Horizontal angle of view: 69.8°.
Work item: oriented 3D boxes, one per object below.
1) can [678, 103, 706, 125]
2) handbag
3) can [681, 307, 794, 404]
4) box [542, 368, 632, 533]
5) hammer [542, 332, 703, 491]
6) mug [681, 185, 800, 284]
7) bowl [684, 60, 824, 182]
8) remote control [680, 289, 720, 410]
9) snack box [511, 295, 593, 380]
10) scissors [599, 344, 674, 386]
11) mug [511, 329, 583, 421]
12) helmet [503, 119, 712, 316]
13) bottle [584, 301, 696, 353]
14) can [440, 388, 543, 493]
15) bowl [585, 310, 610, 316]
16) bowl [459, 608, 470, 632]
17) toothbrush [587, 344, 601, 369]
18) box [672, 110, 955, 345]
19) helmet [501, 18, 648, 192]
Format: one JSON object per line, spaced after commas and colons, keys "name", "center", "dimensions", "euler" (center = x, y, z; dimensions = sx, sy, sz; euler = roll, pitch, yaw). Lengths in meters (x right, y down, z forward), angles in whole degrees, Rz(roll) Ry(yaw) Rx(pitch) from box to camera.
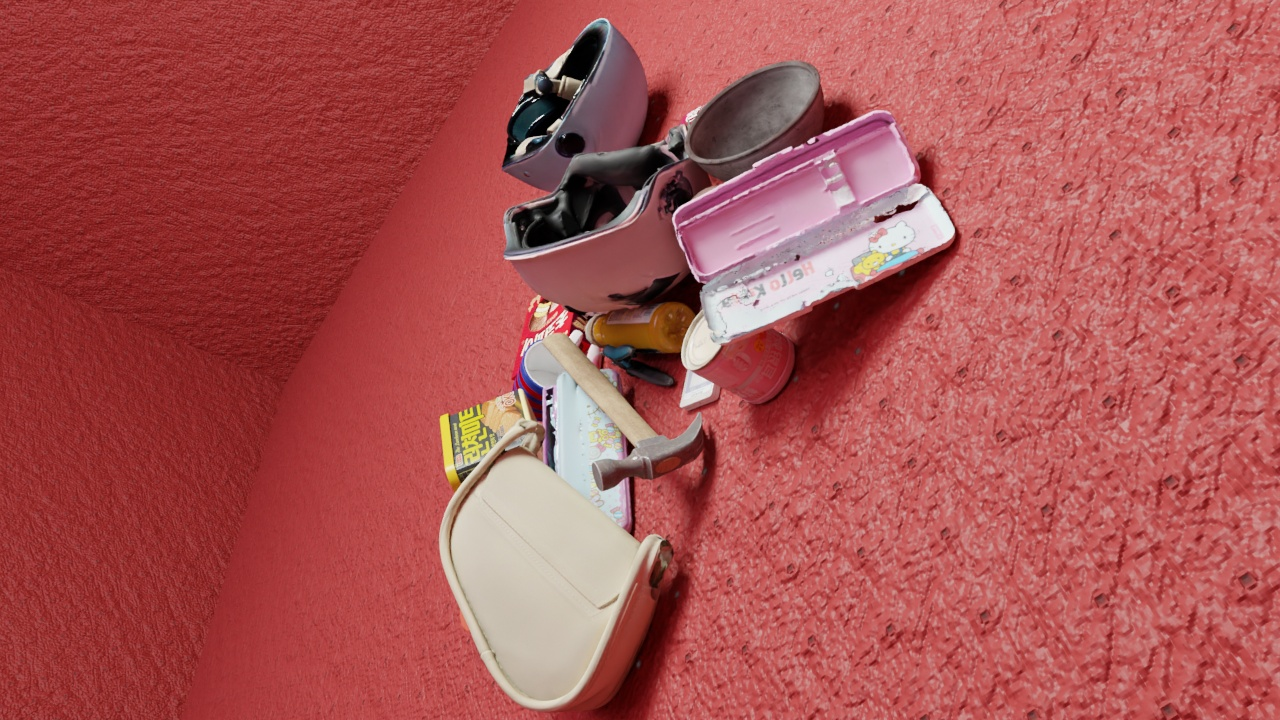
{"name": "can", "center": [0.091, -0.262, 1.033], "dimensions": [0.114, 0.063, 0.063], "euler": [-4, 63, 61]}
{"name": "handbag", "center": [-0.074, 0.190, 0.838], "dimensions": [0.229, 0.132, 0.184], "euler": [37, 90, 29]}
{"name": "can", "center": [0.085, -0.006, 0.789], "dimensions": [0.067, 0.076, 0.067], "euler": [-43, 32, 36]}
{"name": "box", "center": [-0.052, 0.112, 0.972], "dimensions": [0.092, 0.090, 0.213], "euler": [-10, 49, 5]}
{"name": "hammer", "center": [-0.039, 0.035, 0.933], "dimensions": [0.331, 0.119, 0.031], "euler": [-139, 38, -60]}
{"name": "mug", "center": [0.098, -0.106, 0.862], "dimensions": [0.110, 0.096, 0.123], "euler": [-152, 64, -70]}
{"name": "bowl", "center": [0.123, -0.222, 0.905], "dimensions": [0.145, 0.067, 0.144], "euler": [-24, 38, 21]}
{"name": "remote control", "center": [0.069, -0.018, 0.905], "dimensions": [0.050, 0.011, 0.135], "euler": [-26, 44, 52]}
{"name": "snack box", "center": [-0.111, -0.051, 1.247], "dimensions": [0.152, 0.036, 0.132], "euler": [-34, 38, 46]}
{"name": "scissors", "center": [-0.010, 0.002, 0.984], "dimensions": [0.019, 0.120, 0.150], "euler": [-54, -17, -10]}
{"name": "mug", "center": [-0.104, 0.012, 1.120], "dimensions": [0.111, 0.075, 0.076], "euler": [-57, -3, -36]}
{"name": "helmet", "center": [-0.027, -0.137, 0.995], "dimensions": [0.231, 0.152, 0.254], "euler": [-9, 31, 32]}
{"name": "bottle", "center": [-0.006, -0.034, 1.011], "dimensions": [0.186, 0.053, 0.053], "euler": [1, 66, 62]}
{"name": "can", "center": [-0.163, 0.101, 1.037], "dimensions": [0.101, 0.072, 0.130], "euler": [-21, 32, -3]}
{"name": "bowl", "center": [-0.043, -0.102, 1.148], "dimensions": [0.105, 0.054, 0.104], "euler": [-42, 35, 38]}
{"name": "bowl", "center": [-0.163, 0.257, 1.056], "dimensions": [0.122, 0.035, 0.121], "euler": [-43, 32, 36]}
{"name": "toothbrush", "center": [-0.056, 0.031, 1.086], "dimensions": [0.016, 0.021, 0.134], "euler": [-31, 41, 31]}
{"name": "box", "center": [0.135, -0.103, 0.743], "dimensions": [0.202, 0.059, 0.155], "euler": [-24, 63, 14]}
{"name": "helmet", "center": [-0.081, -0.356, 1.325], "dimensions": [0.266, 0.166, 0.225], "euler": [-41, 35, 41]}
